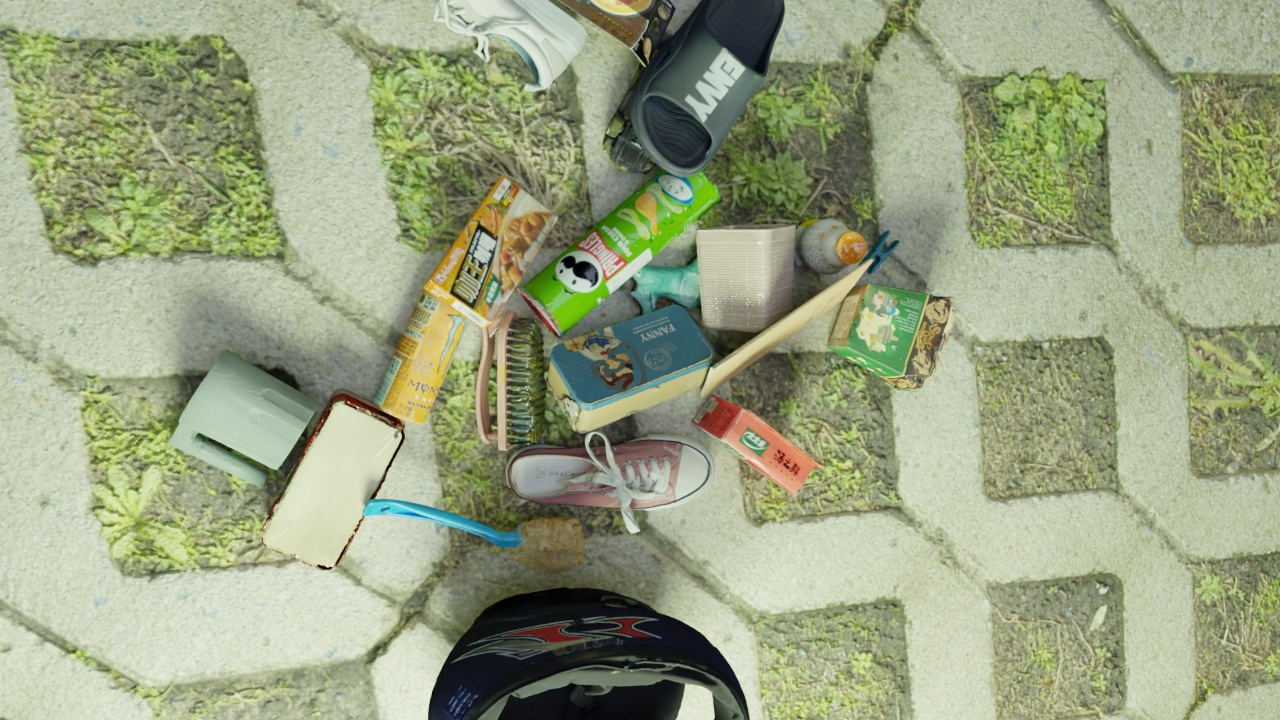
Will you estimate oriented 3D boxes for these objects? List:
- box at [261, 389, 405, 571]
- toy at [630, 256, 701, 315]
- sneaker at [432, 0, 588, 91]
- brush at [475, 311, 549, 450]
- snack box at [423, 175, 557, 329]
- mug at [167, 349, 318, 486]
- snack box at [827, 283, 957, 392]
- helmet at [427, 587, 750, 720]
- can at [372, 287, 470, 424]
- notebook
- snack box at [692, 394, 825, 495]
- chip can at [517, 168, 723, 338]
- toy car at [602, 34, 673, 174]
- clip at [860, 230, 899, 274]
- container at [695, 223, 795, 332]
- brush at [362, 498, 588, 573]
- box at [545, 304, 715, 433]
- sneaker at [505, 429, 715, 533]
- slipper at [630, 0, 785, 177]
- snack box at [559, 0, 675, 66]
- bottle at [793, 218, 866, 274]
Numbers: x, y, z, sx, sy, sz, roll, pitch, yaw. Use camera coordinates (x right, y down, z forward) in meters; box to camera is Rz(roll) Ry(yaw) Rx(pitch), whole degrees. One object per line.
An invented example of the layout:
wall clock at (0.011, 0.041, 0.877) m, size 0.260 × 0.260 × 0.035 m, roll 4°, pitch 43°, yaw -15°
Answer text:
box at (-0.315, 0.122, 0.940) m, size 0.091 × 0.080 × 0.168 m, roll 28°, pitch 89°, yaw -17°
toy at (0.029, -0.080, 1.032) m, size 0.092 × 0.030 × 0.096 m, roll 4°, pitch 103°, yaw -10°
sneaker at (-0.172, -0.364, 0.916) m, size 0.242 × 0.089 × 0.091 m, roll 35°, pitch 92°, yaw -22°
brush at (-0.141, 0.020, 0.985) m, size 0.073 × 0.063 × 0.145 m, roll 1°, pitch 97°, yaw 15°
snack box at (-0.152, -0.113, 0.947) m, size 0.075 × 0.026 × 0.153 m, roll 36°, pitch 60°, yaw -16°
mug at (-0.399, 0.064, 0.919) m, size 0.103 × 0.083 × 0.124 m, roll 32°, pitch 115°, yaw -17°
snack box at (0.286, -0.036, 1.070) m, size 0.105 × 0.117 × 0.118 m, roll 20°, pitch 89°, yaw -4°
helmet at (-0.057, 0.351, 0.949) m, size 0.315 × 0.240 × 0.247 m, roll -14°, pitch 100°, yaw -2°
can at (-0.224, -0.009, 0.958) m, size 0.058 × 0.058 × 0.146 m, roll 24°, pitch 91°, yaw -16°
notebook at (0.156, -0.032, 1.014) m, size 0.207 × 0.148 × 0.008 m, roll -34°, pitch 79°, yaw -8°
snack box at (0.129, 0.095, 1.029) m, size 0.113 × 0.127 × 0.044 m, roll 37°, pitch 87°, yaw -15°
chip can at (-0.021, -0.124, 0.990) m, size 0.236 × 0.072 × 0.072 m, roll -41°, pitch 105°, yaw -7°
toy car at (0.015, -0.277, 0.994) m, size 0.070 × 0.042 × 0.158 m, roll 29°, pitch 83°, yaw -16°
clip at (0.286, -0.130, 1.100) m, size 0.043 × 0.014 × 0.056 m, roll 43°, pitch 84°, yaw -16°
container at (0.116, -0.092, 1.010) m, size 0.090 × 0.090 × 0.111 m, roll -20°, pitch 111°, yaw -56°
brush at (-0.167, 0.179, 0.975) m, size 0.254 × 0.045 × 0.083 m, roll 18°, pitch 132°, yaw -26°
box at (-0.006, 0.006, 0.986) m, size 0.184 × 0.059 × 0.089 m, roll -23°, pitch 62°, yaw -23°
sneaker at (-0.026, 0.129, 1.013) m, size 0.241 × 0.088 × 0.118 m, roll 2°, pitch 96°, yaw -14°
slipper at (0.081, -0.317, 0.955) m, size 0.110 × 0.083 × 0.267 m, roll 33°, pitch 71°, yaw -12°
snack box at (-0.019, -0.385, 0.943) m, size 0.125 × 0.053 × 0.113 m, roll 30°, pitch 55°, yaw -12°
bottle at (0.212, -0.127, 1.031) m, size 0.063 × 0.108 × 0.063 m, roll -2°, pitch 99°, yaw -14°
